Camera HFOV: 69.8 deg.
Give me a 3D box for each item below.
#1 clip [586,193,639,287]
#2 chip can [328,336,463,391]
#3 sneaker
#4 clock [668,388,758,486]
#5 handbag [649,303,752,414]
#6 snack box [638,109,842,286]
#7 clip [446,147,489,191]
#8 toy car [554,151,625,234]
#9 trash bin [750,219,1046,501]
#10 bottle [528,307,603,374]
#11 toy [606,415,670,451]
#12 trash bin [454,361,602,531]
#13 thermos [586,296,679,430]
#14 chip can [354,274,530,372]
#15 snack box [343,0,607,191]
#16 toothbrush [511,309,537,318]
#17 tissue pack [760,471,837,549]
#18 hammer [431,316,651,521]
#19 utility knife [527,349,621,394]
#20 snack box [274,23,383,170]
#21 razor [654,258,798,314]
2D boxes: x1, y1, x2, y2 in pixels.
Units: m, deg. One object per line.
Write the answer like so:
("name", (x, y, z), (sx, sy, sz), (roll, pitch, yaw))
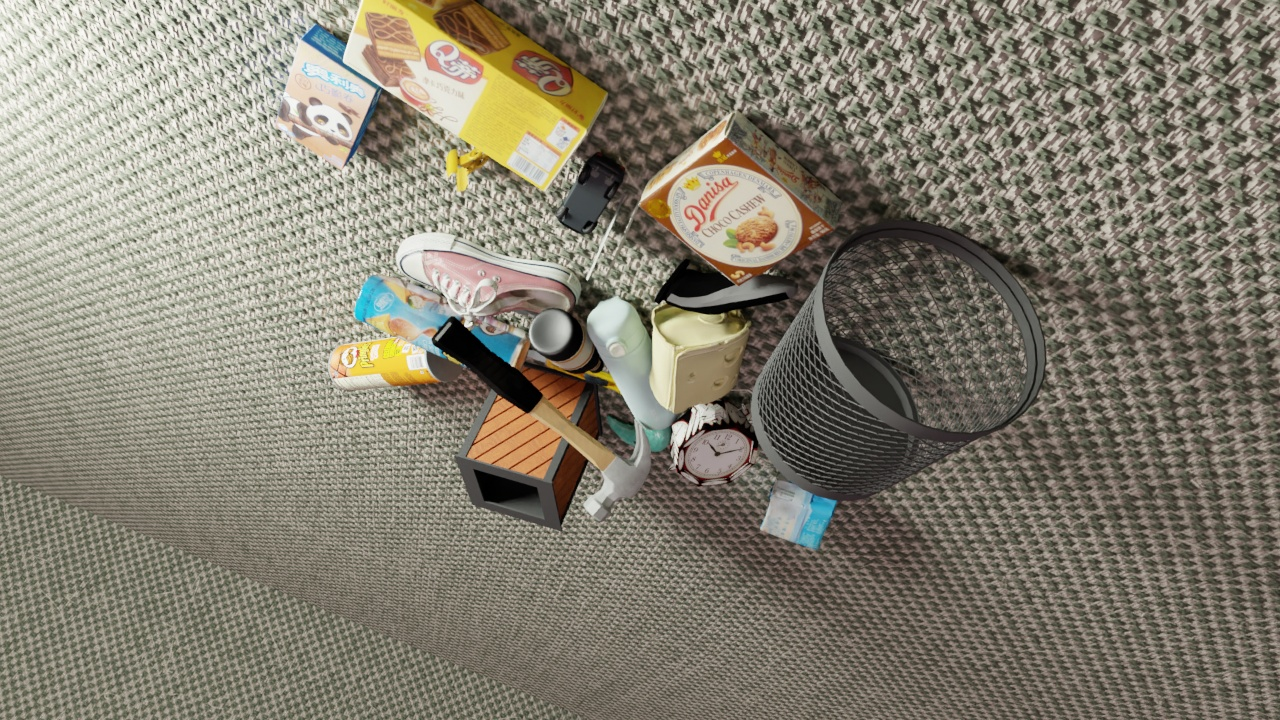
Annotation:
("clip", (-0.037, -0.135, 1.001), (0.050, 0.102, 0.058), (23, -171, -14))
("chip can", (-0.361, 0.002, 1.351), (0.215, 0.075, 0.075), (-6, 137, 35))
("sneaker", (-0.196, -0.087, 1.124), (0.241, 0.087, 0.118), (13, 145, 12))
("clock", (0.103, 0.090, 1.205), (0.114, 0.065, 0.155), (14, 123, -23))
("handbag", (0.069, -0.010, 1.077), (0.111, 0.081, 0.119), (-13, 141, -12))
("snack box", (0.096, -0.155, 0.908), (0.147, 0.041, 0.144), (36, 144, -20))
("clip", (-0.190, -0.214, 0.992), (0.044, 0.054, 0.049), (16, 126, -23))
("toy car", (-0.053, -0.175, 0.970), (0.046, 0.034, 0.112), (29, 145, -10))
("trash bin", (0.238, 0.016, 0.917), (0.218, 0.217, 0.228), (24, 150, -2))
("bottle", (-0.082, -0.014, 1.151), (0.059, 0.059, 0.181), (11, 170, 17))
("toy", (0.002, 0.099, 1.320), (0.085, 0.033, 0.105), (45, 142, -13))
("trash bin", (-0.152, 0.119, 1.306), (0.140, 0.171, 0.140), (14, 145, 12))
("thermos", (-0.007, 0.007, 1.159), (0.065, 0.077, 0.207), (-14, 138, 12))
("chip can", (-0.262, -0.044, 1.230), (0.229, 0.079, 0.080), (23, 146, 0))
("snack box", (-0.157, -0.270, 0.875), (0.230, 0.061, 0.110), (32, 145, -13))
("toothbrush", (-0.196, -0.080, 1.203), (0.167, 0.013, 0.013), (20, 146, 0))
("tissue pack", (0.228, 0.213, 1.319), (0.093, 0.061, 0.145), (17, 143, 11))
("hammer", (-0.122, 0.063, 1.155), (0.328, 0.131, 0.039), (41, 179, -19))
("utility knife", (-0.078, 0.017, 1.269), (0.179, 0.017, 0.031), (22, 136, 7))
("snack box", (-0.335, -0.279, 0.988), (0.087, 0.034, 0.152), (33, 145, -15))
("razor", (0.095, -0.077, 1.010), (0.156, 0.057, 0.060), (9, 112, 19))
